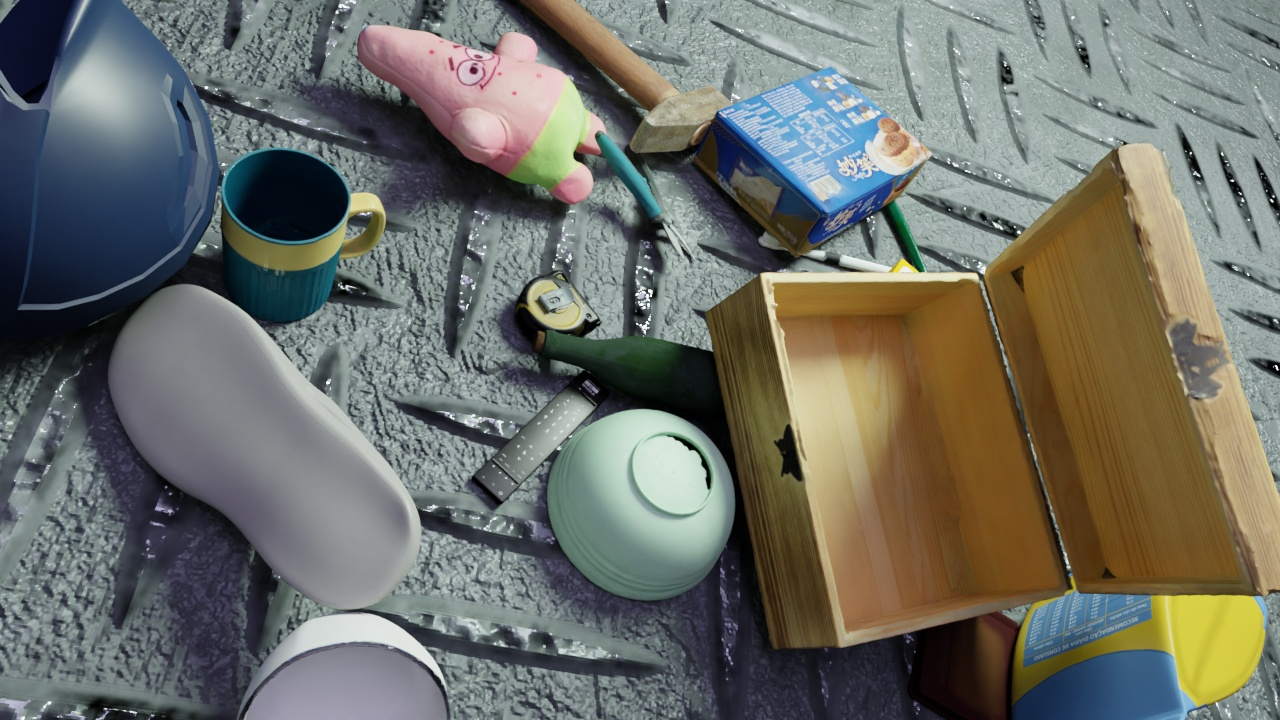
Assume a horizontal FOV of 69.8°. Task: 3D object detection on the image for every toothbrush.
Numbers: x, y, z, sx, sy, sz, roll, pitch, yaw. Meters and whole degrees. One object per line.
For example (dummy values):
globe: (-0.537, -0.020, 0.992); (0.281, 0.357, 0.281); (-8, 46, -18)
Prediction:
toothbrush: (0.208, -0.106, 0.948); (0.186, 0.017, 0.012); (12, 55, -18)
toothbrush: (0.298, -0.101, 0.988); (0.017, 0.016, 0.189); (-5, 63, -23)

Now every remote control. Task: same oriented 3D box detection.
remote control: (-0.075, 0.057, 0.720); (0.030, 0.009, 0.139); (42, 52, 4)

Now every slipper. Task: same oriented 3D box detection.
slipper: (-0.235, 0.057, 0.603); (0.266, 0.080, 0.113); (36, 87, 18)

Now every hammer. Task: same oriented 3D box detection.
hammer: (-0.051, -0.324, 0.935); (0.301, 0.037, 0.157); (43, 38, 10)

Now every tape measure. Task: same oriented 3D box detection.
tape measure: (-0.073, -0.042, 0.767); (0.061, 0.034, 0.061); (-32, 77, -34)

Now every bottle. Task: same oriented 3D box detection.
bottle: (-0.004, 0.004, 0.756); (0.174, 0.055, 0.055); (14, 56, -18)

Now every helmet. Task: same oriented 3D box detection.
helmet: (-0.373, -0.143, 0.564); (0.223, 0.233, 0.272); (25, 78, -46)

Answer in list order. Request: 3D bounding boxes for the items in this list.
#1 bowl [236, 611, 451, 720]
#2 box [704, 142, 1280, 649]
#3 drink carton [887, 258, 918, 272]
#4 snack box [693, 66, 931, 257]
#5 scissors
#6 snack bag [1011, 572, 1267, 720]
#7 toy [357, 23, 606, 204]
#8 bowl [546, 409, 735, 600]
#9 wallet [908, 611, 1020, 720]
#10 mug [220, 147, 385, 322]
bowl: (-0.171, 0.198, 0.531); (0.116, 0.066, 0.116); (-5, 106, -18)
box: (0.264, 0.039, 0.655); (0.283, 0.324, 0.279); (-3, 73, -28)
drink carton: (0.249, -0.041, 0.912); (0.058, 0.040, 0.122); (41, 52, 3)
snack box: (0.182, -0.212, 0.957); (0.202, 0.069, 0.155); (-32, 70, -37)
scissors: (0.006, -0.163, 0.875); (0.154, 0.019, 0.124); (49, 20, -24)
snack bag: (0.374, 0.239, 0.715); (0.102, 0.159, 0.204); (50, 46, 8)
toy: (-0.135, -0.232, 0.812); (0.236, 0.097, 0.191); (25, 44, -17)
bowl: (0.011, 0.098, 0.694); (0.150, 0.077, 0.150); (11, 58, -19)
wallet: (0.274, 0.247, 0.764); (0.091, 0.018, 0.115); (32, 51, -4)
mug: (-0.245, -0.090, 0.670); (0.113, 0.108, 0.083); (-14, 66, -31)
